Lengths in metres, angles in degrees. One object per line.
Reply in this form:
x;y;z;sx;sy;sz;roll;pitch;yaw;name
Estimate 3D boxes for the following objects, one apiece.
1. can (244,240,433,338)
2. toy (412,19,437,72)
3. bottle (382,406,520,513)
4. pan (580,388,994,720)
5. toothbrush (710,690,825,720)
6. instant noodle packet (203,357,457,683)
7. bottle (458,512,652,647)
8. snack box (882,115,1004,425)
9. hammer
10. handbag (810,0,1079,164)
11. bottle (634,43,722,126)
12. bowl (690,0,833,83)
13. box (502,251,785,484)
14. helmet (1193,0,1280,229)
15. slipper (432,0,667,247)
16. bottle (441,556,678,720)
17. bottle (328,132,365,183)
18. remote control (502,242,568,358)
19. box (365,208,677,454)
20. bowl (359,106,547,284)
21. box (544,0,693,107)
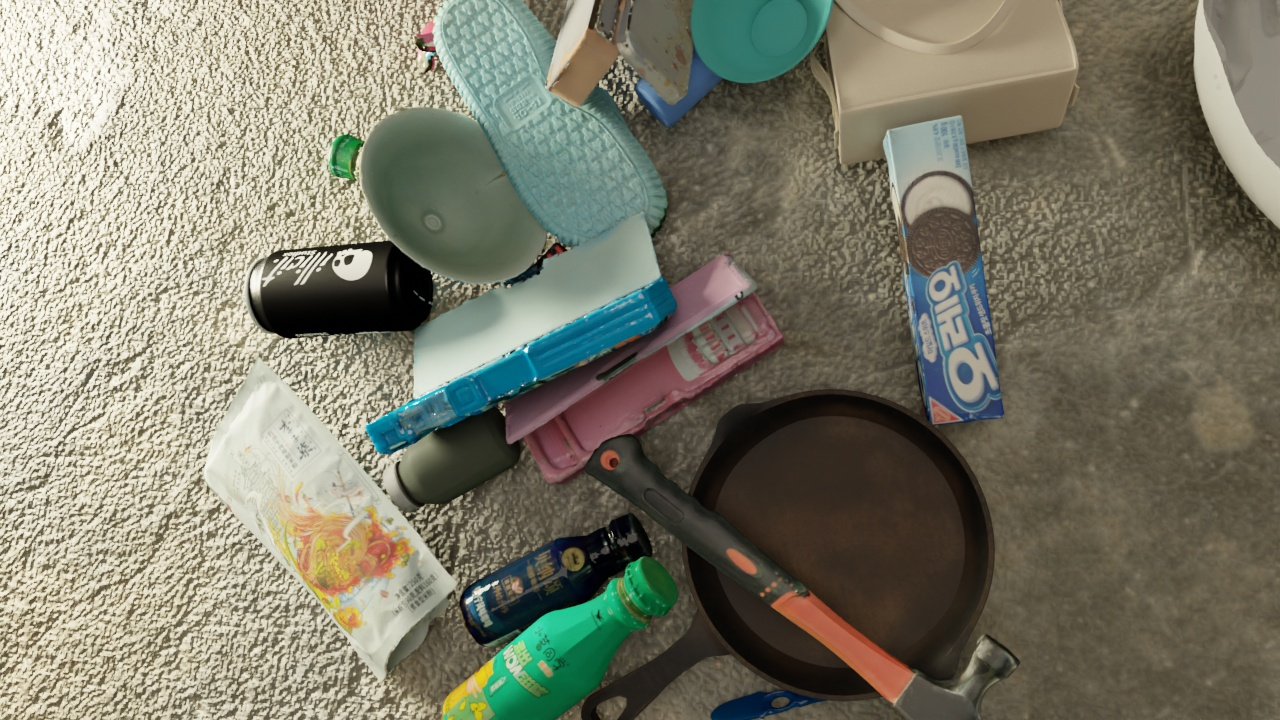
-0.266;-0.062;0.815;0.146;0.080;0.080;-3;79;11;can
-0.169;-0.314;0.857;0.050;0.065;0.102;36;85;-16;toy
-0.160;0.085;0.777;0.108;0.060;0.060;-29;75;6;bottle
0.098;0.178;0.711;0.356;0.043;0.248;-40;74;8;pan
0.117;0.262;0.708;0.132;0.016;0.021;-14;43;9;toothbrush
-0.278;0.139;0.787;0.269;0.057;0.147;42;112;14;instant noodle packet
-0.068;0.176;0.743;0.161;0.056;0.056;-28;75;6;bottle
0.229;-0.066;0.696;0.059;0.059;0.226;-9;94;10;snack box
0.093;0.162;0.677;0.333;0.033;0.133;37;95;19;hammer
0.236;-0.274;0.748;0.195;0.101;0.197;-8;66;11;handbag
0.057;-0.265;0.799;0.131;0.048;0.048;-43;74;2;bottle
0.106;-0.280;0.749;0.121;0.046;0.121;-2;86;29;bowl
-0.006;0.002;0.739;0.233;0.098;0.099;-31;76;5;box
0.503;-0.195;0.620;0.224;0.184;0.282;-26;82;1;helmet
-0.081;-0.210;0.809;0.116;0.069;0.276;-35;89;8;slipper
-0.060;0.228;0.704;0.210;0.068;0.068;-42;74;16;bottle
-0.233;-0.177;0.850;0.110;0.042;0.042;18;84;13;bottle
-0.105;-0.040;0.809;0.045;0.021;0.140;42;86;18;remote control
-0.088;-0.015;0.738;0.244;0.174;0.063;-25;117;15;box
-0.169;-0.129;0.797;0.068;0.173;0.174;-34;70;45;bowl
-0.018;-0.302;0.779;0.108;0.095;0.215;-14;50;29;box
